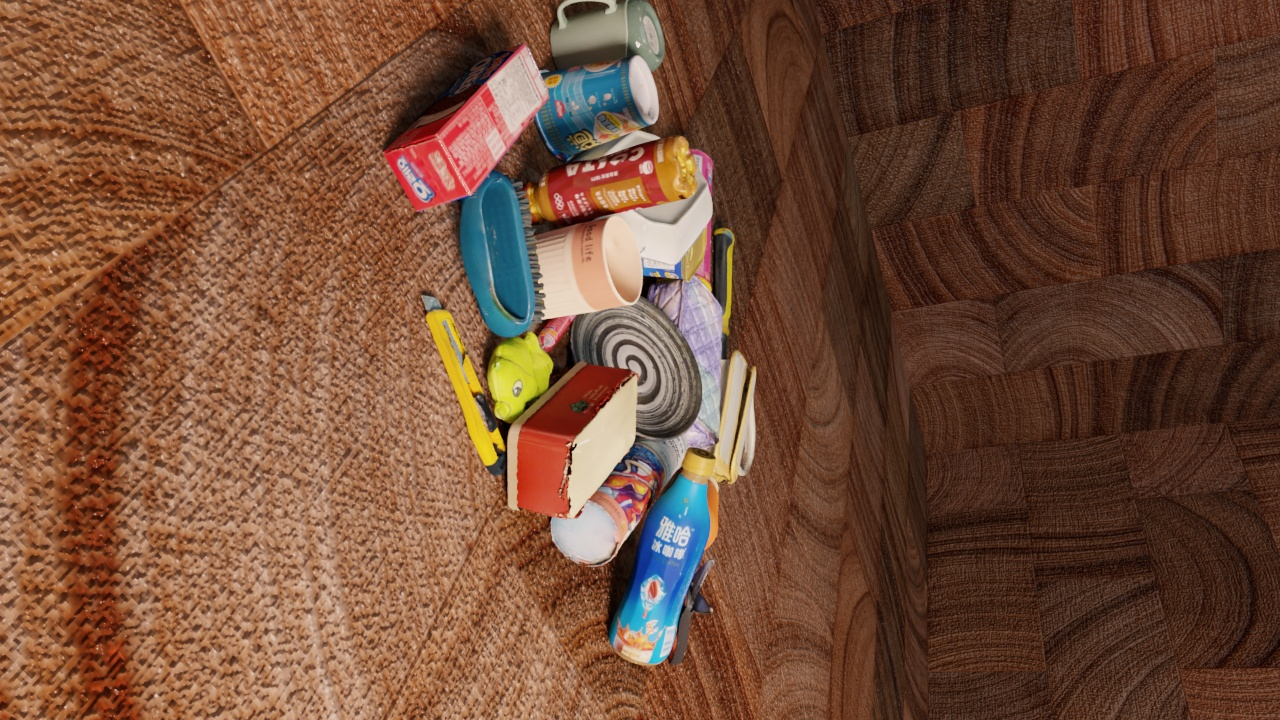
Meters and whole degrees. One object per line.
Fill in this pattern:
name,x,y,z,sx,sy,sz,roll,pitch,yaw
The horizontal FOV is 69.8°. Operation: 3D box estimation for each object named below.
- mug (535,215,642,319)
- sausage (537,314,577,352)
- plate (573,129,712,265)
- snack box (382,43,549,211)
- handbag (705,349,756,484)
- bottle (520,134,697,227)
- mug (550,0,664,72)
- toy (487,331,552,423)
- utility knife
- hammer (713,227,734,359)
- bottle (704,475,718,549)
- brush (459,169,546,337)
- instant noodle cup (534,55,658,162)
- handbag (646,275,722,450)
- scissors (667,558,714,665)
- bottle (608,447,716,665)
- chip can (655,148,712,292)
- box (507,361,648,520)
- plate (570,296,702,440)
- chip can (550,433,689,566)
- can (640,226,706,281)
mug,-0.059,-0.092,0.862,0.114,0.106,0.082,-68,142,-50
sausage,-0.075,-0.047,0.920,0.155,0.020,0.020,-60,135,-56
plate,0.007,-0.195,1.026,0.162,0.034,0.264,37,32,-1
snack box,-0.140,-0.202,0.778,0.058,0.057,0.206,64,29,-30
handbag,0.127,0.085,1.242,0.178,0.063,0.163,39,59,-54
bottle,-0.037,-0.161,0.849,0.057,0.175,0.057,-9,90,-66
mug,-0.040,-0.357,1.005,0.112,0.106,0.082,53,36,-47
toy,-0.107,0.013,0.808,0.100,0.031,0.096,46,41,-60
utility knife,-0.141,0.021,0.744,0.033,0.015,0.168,-60,136,-60
hammer,0.123,-0.058,1.370,0.126,0.032,0.322,47,41,-54
bottle,0.069,0.178,1.125,0.149,0.067,0.067,-55,132,-68
brush,-0.123,-0.090,0.776,0.073,0.055,0.144,-15,95,-67
instant noodle cup,-0.043,-0.269,0.962,0.099,0.110,0.099,-9,90,-68
handbag,0.052,0.000,1.126,0.134,0.076,0.193,43,45,-48
scissors,0.053,0.262,0.968,0.227,0.021,0.198,-122,-144,-77
bottle,0.027,0.189,0.895,0.065,0.065,0.219,-18,127,-67
chip can,0.060,-0.179,1.218,0.071,0.071,0.210,48,39,-52
box,-0.050,0.072,0.832,0.168,0.077,0.091,-47,143,-61
plate,-0.006,0.006,0.990,0.179,0.024,0.179,22,52,-31
chip can,-0.016,0.125,0.927,0.214,0.071,0.071,-41,119,-63
can,0.028,-0.137,1.096,0.101,0.083,0.057,-57,150,-58
